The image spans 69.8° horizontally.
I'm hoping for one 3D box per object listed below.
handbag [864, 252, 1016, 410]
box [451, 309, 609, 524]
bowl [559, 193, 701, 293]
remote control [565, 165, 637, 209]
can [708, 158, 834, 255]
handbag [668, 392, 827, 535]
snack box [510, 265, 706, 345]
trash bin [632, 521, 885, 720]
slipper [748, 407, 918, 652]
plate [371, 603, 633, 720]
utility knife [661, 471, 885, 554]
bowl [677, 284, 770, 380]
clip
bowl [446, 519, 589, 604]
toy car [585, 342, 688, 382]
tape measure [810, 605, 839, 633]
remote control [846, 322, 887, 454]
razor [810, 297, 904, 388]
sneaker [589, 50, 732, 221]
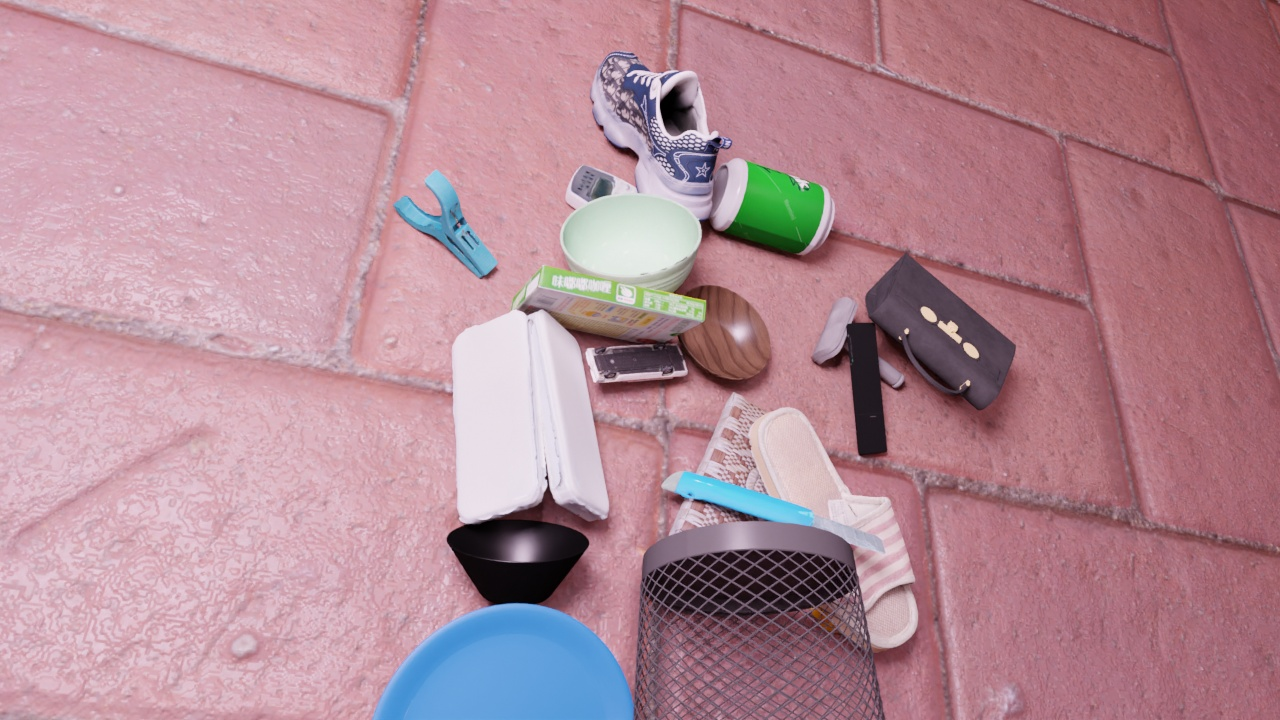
[{"bbox_3d":[0.339,-0.016,1.056,0.176,0.072,0.195,40,30,1],"label":"handbag"},{"bbox_3d":[-0.105,0.060,0.892,0.129,0.105,0.210,-16,60,18],"label":"box"},{"bbox_3d":[-0.009,-0.110,0.990,0.151,0.077,0.150,-2,43,1],"label":"bowl"},{"bbox_3d":[-0.030,-0.181,1.061,0.114,0.028,0.060,27,56,-7],"label":"remote control"},{"bbox_3d":[0.155,-0.184,1.105,0.139,0.088,0.087,14,59,-16],"label":"can"},{"bbox_3d":[0.117,0.132,0.946,0.124,0.047,0.185,30,56,-4],"label":"handbag"},{"bbox_3d":[-0.036,-0.052,0.928,0.168,0.132,0.027,11,76,-18],"label":"snack box"},{"bbox_3d":[0.096,0.275,0.762,0.217,0.218,0.226,11,57,-17],"label":"trash bin"},{"bbox_3d":[0.201,0.162,0.918,0.114,0.052,0.263,-25,82,-35],"label":"slipper"},{"bbox_3d":[-0.110,0.311,0.744,0.224,0.024,0.224,4,81,-25],"label":"plate"},{"bbox_3d":[0.127,0.145,0.882,0.220,0.015,0.031,16,56,18],"label":"utility knife"},{"bbox_3d":[0.086,-0.025,1.021,0.119,0.032,0.119,14,57,-22],"label":"bowl"},{"bbox_3d":[-0.212,-0.145,0.955,0.120,0.122,0.033,12,50,27],"label":"clip"},{"bbox_3d":[-0.109,0.182,0.806,0.124,0.124,0.052,2,96,-22],"label":"bowl"},{"bbox_3d":[-0.006,0.006,0.965,0.113,0.039,0.039,-5,64,-30],"label":"toy car"},{"bbox_3d":[0.202,0.245,0.932,0.068,0.030,0.058,24,55,-9],"label":"tape measure"},{"bbox_3d":[0.258,0.032,1.047,0.034,0.013,0.150,-2,85,-31],"label":"remote control"},{"bbox_3d":[0.266,-0.007,1.089,0.116,0.047,0.088,36,56,-11],"label":"razor"},{"bbox_3d":[0.028,-0.293,1.067,0.103,0.133,0.269,-5,54,-28],"label":"sneaker"}]
